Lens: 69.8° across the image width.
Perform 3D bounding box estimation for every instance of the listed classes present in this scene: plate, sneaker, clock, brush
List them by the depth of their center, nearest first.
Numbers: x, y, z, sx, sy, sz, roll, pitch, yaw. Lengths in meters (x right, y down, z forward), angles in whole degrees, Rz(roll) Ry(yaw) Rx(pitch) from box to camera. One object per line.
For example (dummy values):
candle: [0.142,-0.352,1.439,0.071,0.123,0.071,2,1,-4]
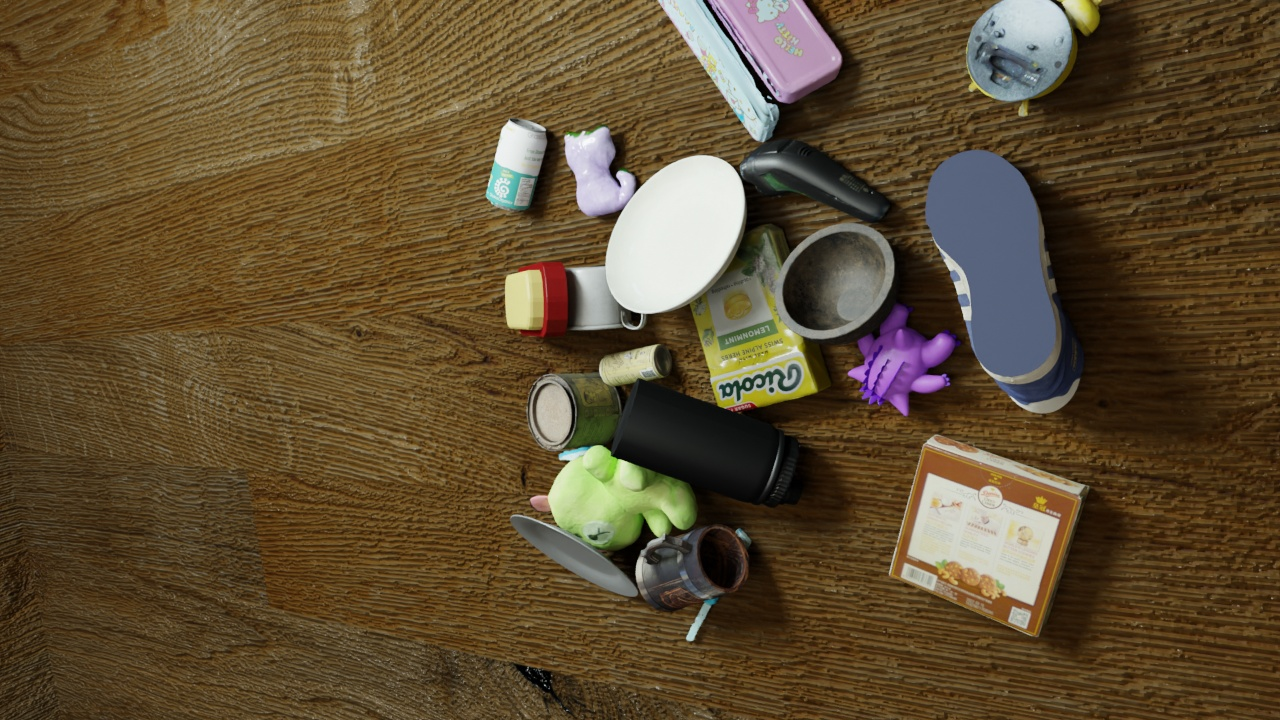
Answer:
clock: [0.324,-0.268,0.757,0.083,0.057,0.119,37,119,24]
sneaker: [0.326,-0.064,0.801,0.092,0.118,0.232,-25,52,28]
plate: [0.042,-0.127,0.964,0.183,0.034,0.182,-22,55,34]
brush: [-0.125,-0.069,1.065,0.173,0.041,0.082,-172,80,-71]
plate: [-0.078,0.232,1.107,0.178,0.012,0.179,26,156,12]

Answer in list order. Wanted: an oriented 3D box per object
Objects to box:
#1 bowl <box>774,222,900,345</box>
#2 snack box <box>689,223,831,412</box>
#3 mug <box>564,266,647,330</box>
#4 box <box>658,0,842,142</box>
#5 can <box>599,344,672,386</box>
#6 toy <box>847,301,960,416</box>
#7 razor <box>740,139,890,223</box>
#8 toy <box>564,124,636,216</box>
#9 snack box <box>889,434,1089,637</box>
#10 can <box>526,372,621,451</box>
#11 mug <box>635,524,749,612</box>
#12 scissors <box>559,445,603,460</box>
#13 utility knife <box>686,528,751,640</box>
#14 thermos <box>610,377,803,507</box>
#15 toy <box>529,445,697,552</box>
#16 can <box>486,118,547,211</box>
bowl: [0.196,-0.065,0.881,0.121,0.056,0.121,-19,57,31]
snack box: [0.115,-0.041,0.959,0.121,0.045,0.181,-16,90,37]
mug: [-0.040,-0.070,1.038,0.113,0.084,0.070,2,99,36]
box: [0.104,-0.334,0.917,0.090,0.091,0.214,-30,79,-8]
can: [-0.006,0.006,1.058,0.080,0.038,0.038,-11,93,36]
toy: [0.243,0.001,0.871,0.106,0.055,0.088,40,123,30]
razor: [0.171,-0.170,0.898,0.151,0.053,0.067,31,142,18]
toy: [-0.045,-0.216,1.042,0.080,0.036,0.100,-6,102,26]
snack box: [0.322,0.161,0.858,0.143,0.041,0.147,19,110,31]
can: [-0.080,0.060,1.088,0.090,0.074,0.090,1,91,45]
mug: [0.044,0.224,1.014,0.107,0.115,0.079,-32,40,47]
scissors: [-0.045,0.122,1.127,0.118,0.013,0.140,46,119,17]
utility knife: [0.084,0.264,1.062,0.022,0.015,0.167,37,117,24]
thermos: [0.077,0.091,0.950,0.198,0.086,0.086,20,114,-5]
toy: [-0.027,0.154,1.063,0.150,0.107,0.197,40,143,-28]
can: [-0.148,-0.233,1.097,0.055,0.054,0.102,31,116,26]
